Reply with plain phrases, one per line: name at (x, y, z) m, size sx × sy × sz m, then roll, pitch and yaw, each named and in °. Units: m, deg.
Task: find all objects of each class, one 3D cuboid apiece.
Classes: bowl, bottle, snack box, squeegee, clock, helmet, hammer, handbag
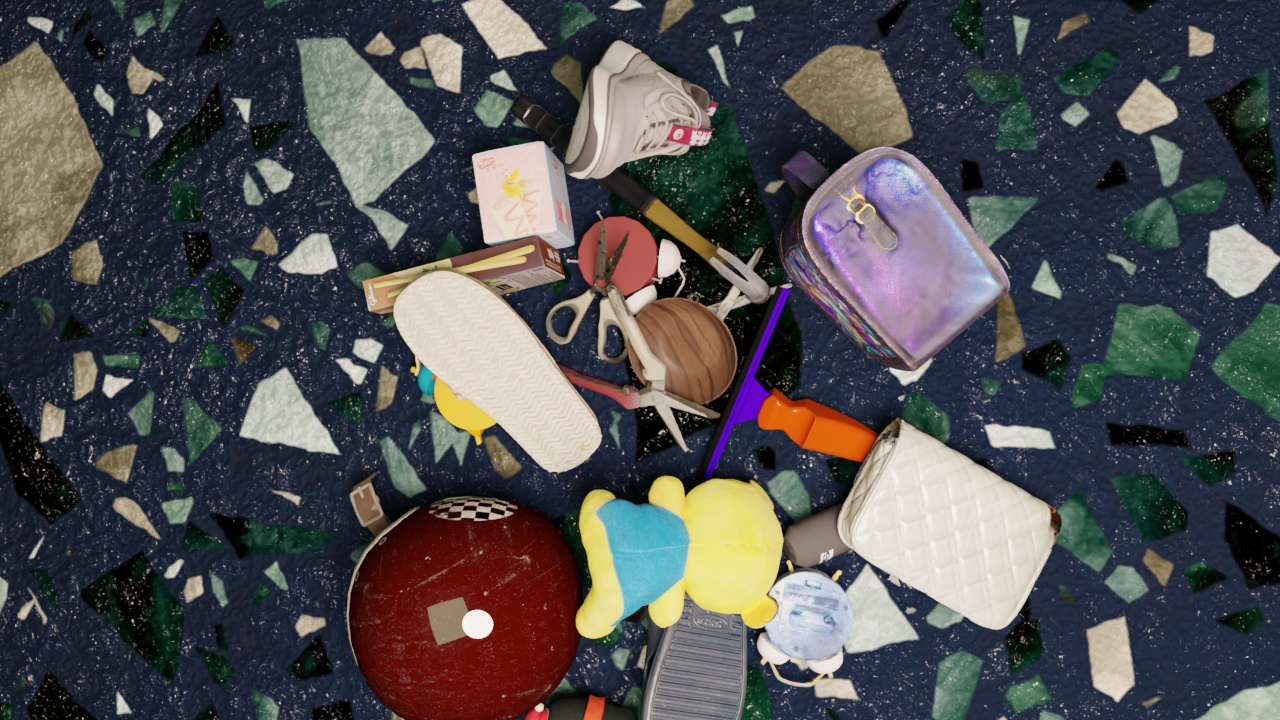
bowl at (0.047, -0.013, 0.955) m, size 0.119 × 0.032 × 0.119 m, roll 10°, pitch 116°, yaw 20°
bottle at (0.199, 0.172, 0.930) m, size 0.112 × 0.047 × 0.047 m, roll -19°, pitch 86°, yaw -16°
snack box at (-0.122, -0.167, 0.965) m, size 0.079 × 0.093 × 0.094 m, roll -8°, pitch 87°, yaw 7°
squeegee at (0.180, 0.068, 0.938) m, size 0.185 × 0.055 × 0.250 m, roll 23°, pitch 110°, yaw 6°
clock at (-0.186, 0.021, 0.996) m, size 0.099 × 0.043 × 0.129 m, roll -33°, pitch 92°, yaw 5°
clock at (0.166, 0.271, 0.935) m, size 0.089 × 0.052 × 0.125 m, roll 11°, pitch 90°, yaw 7°
helmet at (-0.175, 0.236, 0.913) m, size 0.234 × 0.253 × 0.233 m, roll -9°, pitch 97°, yaw -1°
hammer at (-0.006, -0.171, 0.943) m, size 0.333 × 0.117 × 0.025 m, roll 40°, pitch 97°, yaw 15°
clock at (-0.013, -0.102, 0.974) m, size 0.124 × 0.044 × 0.087 m, roll 32°, pitch 93°, yaw 7°
handbag at (0.295, 0.159, 0.892) m, size 0.195 × 0.072 × 0.138 m, roll 31°, pitch 85°, yaw -7°
snack box at (-0.182, -0.085, 0.967) m, size 0.186 × 0.101 × 0.031 m, roll -14°, pitch 86°, yaw 7°
handbag at (0.215, -0.108, 0.868) m, size 0.125 × 0.204 × 0.222 m, roll -41°, pitch 90°, yaw 4°

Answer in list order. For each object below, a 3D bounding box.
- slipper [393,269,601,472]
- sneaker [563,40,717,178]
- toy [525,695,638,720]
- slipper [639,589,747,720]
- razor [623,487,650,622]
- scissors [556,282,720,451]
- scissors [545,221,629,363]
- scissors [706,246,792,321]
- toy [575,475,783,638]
slipper at (-0.145, 0.012, 0.948) m, size 0.115 × 0.052 × 0.263 m, roll -39°, pitch 113°, yaw 7°
sneaker at (0.004, -0.230, 0.889) m, size 0.129 × 0.262 × 0.097 m, roll 19°, pitch 123°, yaw -1°
toy at (-0.064, 0.392, 0.939) m, size 0.119 × 0.098 × 0.099 m, roll 20°, pitch 78°, yaw -1°
slipper at (0.057, 0.284, 0.940) m, size 0.101 × 0.083 × 0.263 m, roll 16°, pitch 71°, yaw -11°
razor at (0.007, 0.204, 0.952) m, size 0.053 × 0.063 × 0.140 m, roll 16°, pitch 89°, yaw 9°
scissors at (-0.009, 0.007, 0.958) m, size 0.200 × 0.015 × 0.179 m, roll 11°, pitch 118°, yaw 18°
scissors at (-0.052, -0.066, 0.954) m, size 0.154 × 0.012 × 0.163 m, roll -10°, pitch 119°, yaw 27°
scissors at (0.074, -0.058, 0.976) m, size 0.165 × 0.014 × 0.141 m, roll 11°, pitch 92°, yaw 9°
toy at (0.046, 0.184, 0.877) m, size 0.213 × 0.084 × 0.149 m, roll 1°, pitch 81°, yaw -19°
